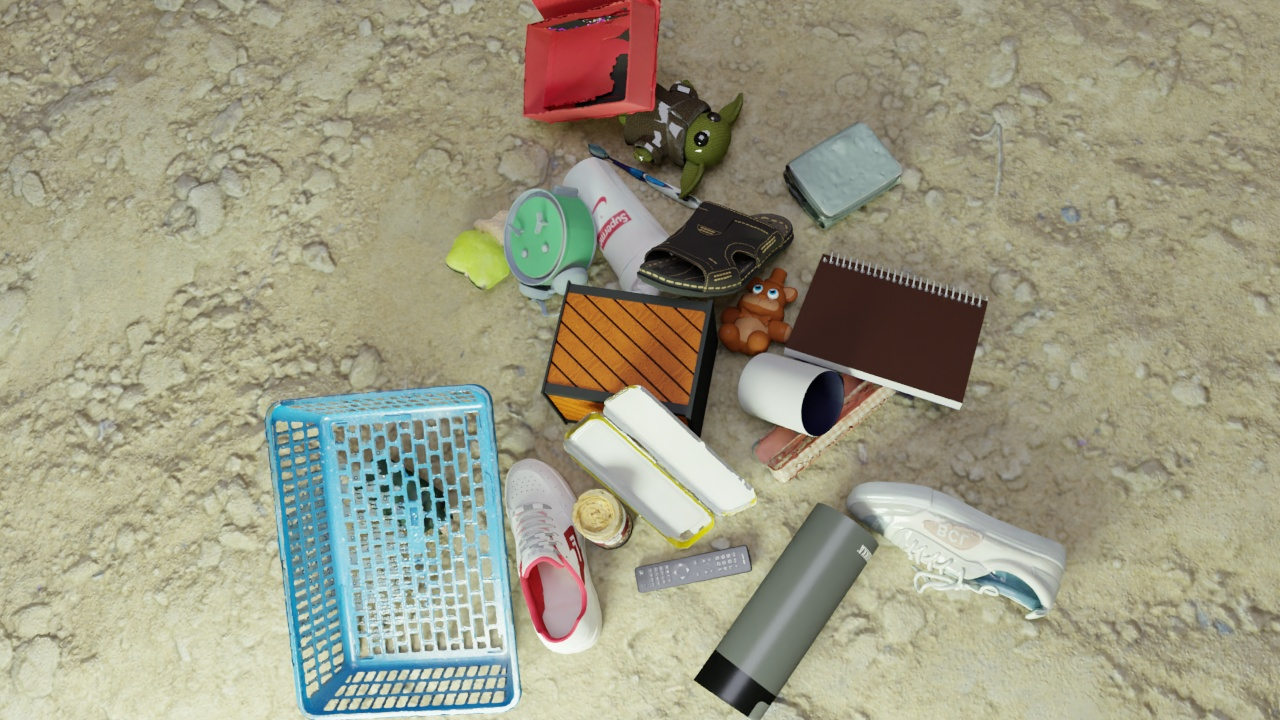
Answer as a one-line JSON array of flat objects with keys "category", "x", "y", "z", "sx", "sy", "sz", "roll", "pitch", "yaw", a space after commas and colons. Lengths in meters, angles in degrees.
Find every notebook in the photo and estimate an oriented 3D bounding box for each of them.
[{"category": "notebook", "x": 0.300, "y": -0.044, "z": 1.113, "sx": 0.209, "sy": 0.022, "sz": 0.171, "roll": 18, "pitch": 57, "yaw": 13}]

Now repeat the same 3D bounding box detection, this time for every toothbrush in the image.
[{"category": "toothbrush", "x": 0.005, "y": -0.252, "z": 1.251, "sx": 0.189, "sy": 0.017, "sz": 0.016, "roll": 31, "pitch": 77, "yaw": 17}]

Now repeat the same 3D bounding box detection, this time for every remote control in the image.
[{"category": "remote control", "x": 0.062, "y": 0.246, "z": 1.077, "sx": 0.136, "sy": 0.015, "sz": 0.032, "roll": -13, "pitch": 70, "yaw": 6}]

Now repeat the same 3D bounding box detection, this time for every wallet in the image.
[{"category": "wallet", "x": 0.264, "y": -0.242, "z": 1.196, "sx": 0.131, "sy": 0.054, "sz": 0.100, "roll": -32, "pitch": 79, "yaw": -6}]

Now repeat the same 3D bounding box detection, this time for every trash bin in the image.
[{"category": "trash bin", "x": -0.007, "y": 0.006, "z": 1.100, "sx": 0.172, "sy": 0.140, "sz": 0.139, "roll": 9, "pitch": 73, "yaw": 10}]

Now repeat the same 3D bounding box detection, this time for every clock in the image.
[{"category": "clock", "x": -0.118, "y": -0.137, "z": 1.177, "sx": 0.122, "sy": 0.075, "sz": 0.161, "roll": -7, "pitch": 87, "yaw": 43}]

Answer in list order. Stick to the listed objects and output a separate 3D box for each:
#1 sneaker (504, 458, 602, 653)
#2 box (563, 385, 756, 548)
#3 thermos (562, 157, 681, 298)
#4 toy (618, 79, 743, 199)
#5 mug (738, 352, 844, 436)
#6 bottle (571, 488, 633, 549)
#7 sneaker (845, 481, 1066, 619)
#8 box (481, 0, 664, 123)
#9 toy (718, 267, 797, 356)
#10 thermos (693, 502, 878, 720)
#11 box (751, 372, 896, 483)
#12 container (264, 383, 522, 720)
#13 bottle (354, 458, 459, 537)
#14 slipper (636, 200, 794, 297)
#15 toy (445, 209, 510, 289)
[{"category": "sneaker", "x": -0.110, "y": 0.218, "z": 1.062, "sx": 0.090, "sy": 0.104, "sz": 0.236, "roll": -16, "pitch": 70, "yaw": 2}, {"category": "box", "x": 0.023, "y": 0.122, "z": 1.037, "sx": 0.130, "sy": 0.036, "sz": 0.209, "roll": -37, "pitch": 110, "yaw": 26}, {"category": "thermos", "x": -0.019, "y": -0.162, "z": 1.189, "sx": 0.099, "sy": 0.099, "sz": 0.220, "roll": -33, "pitch": 66, "yaw": -4}, {"category": "toy", "x": 0.048, "y": -0.314, "z": 1.234, "sx": 0.153, "sy": 0.078, "sz": 0.179, "roll": 25, "pitch": 74, "yaw": 14}, {"category": "mug", "x": 0.189, "y": 0.034, "z": 1.086, "sx": 0.111, "sy": 0.079, "sz": 0.097, "roll": -21, "pitch": 26, "yaw": -36}, {"category": "bottle", "x": -0.043, "y": 0.185, "z": 1.063, "sx": 0.056, "sy": 0.105, "sz": 0.056, "roll": -2, "pitch": 71, "yaw": 7}, {"category": "sneaker", "x": 0.340, "y": 0.210, "z": 1.008, "sx": 0.242, "sy": 0.090, "sz": 0.090, "roll": 20, "pitch": 60, "yaw": 10}, {"category": "box", "x": -0.071, "y": -0.397, "z": 1.214, "sx": 0.215, "sy": 0.153, "sz": 0.164, "roll": 6, "pitch": 50, "yaw": 42}, {"category": "toy", "x": 0.151, "y": -0.063, "z": 1.145, "sx": 0.095, "sy": 0.065, "sz": 0.127, "roll": 19, "pitch": 70, "yaw": 21}, {"category": "thermos", "x": 0.162, "y": 0.279, "z": 1.016, "sx": 0.082, "sy": 0.082, "sz": 0.240, "roll": 34, "pitch": 79, "yaw": 17}, {"category": "box", "x": 0.220, "y": 0.070, "z": 1.102, "sx": 0.187, "sy": 0.083, "sz": 0.042, "roll": -38, "pitch": 115, "yaw": -8}, {"category": "container", "x": -0.267, "y": 0.211, "z": 1.040, "sx": 0.257, "sy": 0.089, "sz": 0.362, "roll": -5, "pitch": 93, "yaw": 6}, {"category": "bottle", "x": -0.279, "y": 0.174, "z": 1.123, "sx": 0.131, "sy": 0.061, "sz": 0.061, "roll": 29, "pitch": 80, "yaw": 16}, {"category": "slipper", "x": 0.099, "y": -0.144, "z": 1.104, "sx": 0.113, "sy": 0.076, "sz": 0.267, "roll": 24, "pitch": 36, "yaw": 32}, {"category": "toy", "x": -0.202, "y": -0.152, "z": 1.232, "sx": 0.092, "sy": 0.046, "sz": 0.115, "roll": 32, "pitch": 72, "yaw": 15}]
